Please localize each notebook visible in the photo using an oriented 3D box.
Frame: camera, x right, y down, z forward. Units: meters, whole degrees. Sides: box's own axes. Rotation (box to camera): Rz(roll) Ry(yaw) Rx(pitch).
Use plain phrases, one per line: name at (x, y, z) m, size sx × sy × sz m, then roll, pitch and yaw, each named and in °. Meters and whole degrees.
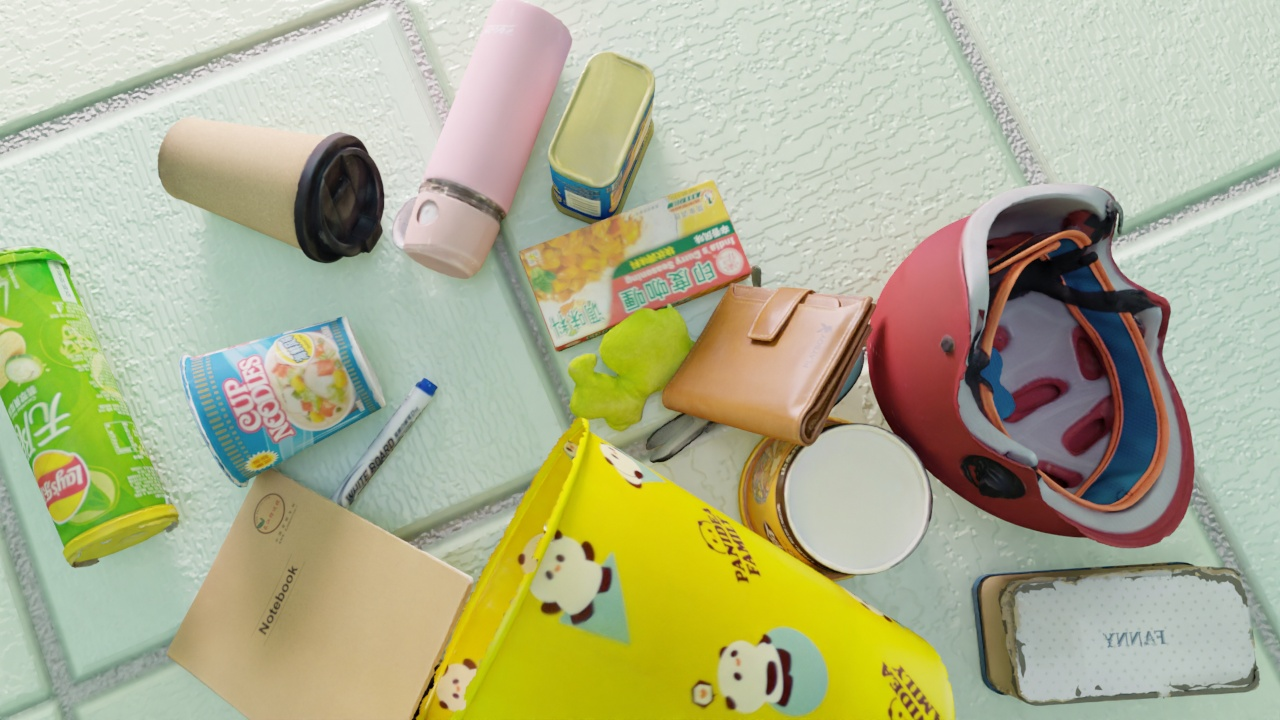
notebook at (-0.215, 0.170, 0.599) m, size 0.208 × 0.008 × 0.147 m, roll 19°, pitch 80°, yaw 30°

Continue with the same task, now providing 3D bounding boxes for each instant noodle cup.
instant noodle cup at (-0.240, 0.020, 0.632) m, size 0.109 × 0.099 × 0.099 m, roll -24°, pitch 83°, yaw -12°
instant noodle cup at (0.132, 0.092, 0.615) m, size 0.118 × 0.114 × 0.118 m, roll 0°, pitch 82°, yaw -2°

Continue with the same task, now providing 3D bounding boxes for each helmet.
helmet at (0.248, 0.011, 0.615) m, size 0.206 × 0.144 × 0.240 m, roll -38°, pitch 102°, yaw -30°

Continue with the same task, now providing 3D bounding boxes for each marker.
marker at (-0.195, 0.074, 0.658) m, size 0.017 × 0.017 × 0.145 m, roll 36°, pitch 82°, yaw 4°

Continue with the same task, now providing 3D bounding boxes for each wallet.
wallet at (0.088, -0.006, 0.615) m, size 0.035 × 0.131 × 0.119 m, roll 38°, pitch 74°, yaw -36°

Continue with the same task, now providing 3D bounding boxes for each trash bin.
trash bin at (0.023, 0.192, 0.543) m, size 0.255 × 0.230 × 0.229 m, roll 28°, pitch 81°, yaw -7°

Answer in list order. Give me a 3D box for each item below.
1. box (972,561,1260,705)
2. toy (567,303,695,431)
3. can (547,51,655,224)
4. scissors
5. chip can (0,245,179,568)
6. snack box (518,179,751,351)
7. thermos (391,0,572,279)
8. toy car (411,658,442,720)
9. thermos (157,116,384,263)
box at (0.320, 0.188, 0.635) m, size 0.184 × 0.061 × 0.089 m, roll -1°, pitch 81°, yaw 0°
toy at (-0.004, 0.004, 0.657) m, size 0.096 × 0.031 × 0.100 m, roll 20°, pitch 99°, yaw -30°
can at (-0.027, -0.160, 0.664) m, size 0.057 × 0.083 × 0.102 m, roll 21°, pitch 81°, yaw 1°
scissors at (0.069, 0.012, 0.661) m, size 0.180 × 0.019 × 0.143 m, roll -29°, pitch 45°, yaw 18°
chip can at (-0.397, 0.027, 0.632) m, size 0.072 × 0.072 × 0.221 m, roll -26°, pitch 83°, yaw -5°
snack box at (-0.004, -0.070, 0.680) m, size 0.155 × 0.027 × 0.077 m, roll -21°, pitch 84°, yaw -5°
thermos at (-0.121, -0.161, 0.677) m, size 0.087 × 0.067 × 0.198 m, roll 15°, pitch 82°, yaw 32°
toy car at (-0.144, 0.240, 0.622) m, size 0.158 × 0.042 × 0.070 m, roll 43°, pitch 83°, yaw 6°
thermos at (-0.262, -0.127, 0.655) m, size 0.143 × 0.093 × 0.093 m, roll 15°, pitch 81°, yaw 9°
